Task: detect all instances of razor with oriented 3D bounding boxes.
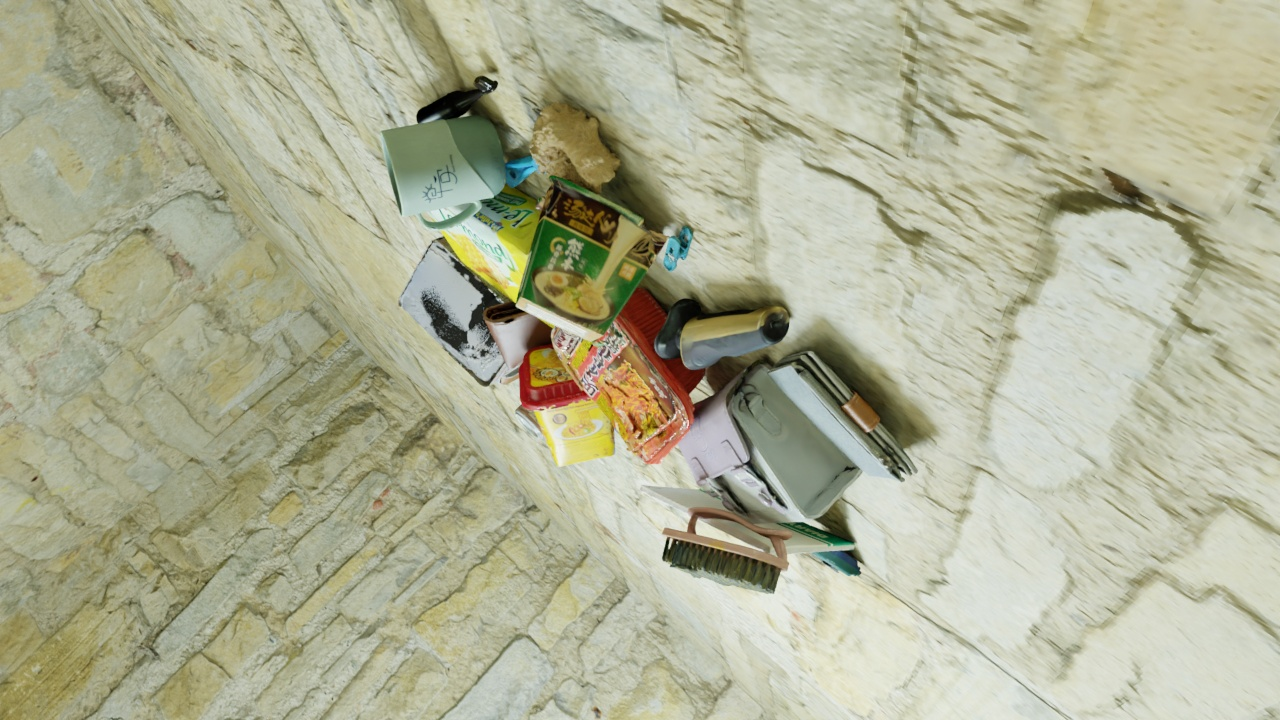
[{"bbox_3d":[0.072,-0.028,0.808,0.168,0.062,0.067,-8,95,63],"label":"razor"}]

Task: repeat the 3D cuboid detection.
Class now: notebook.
[{"bbox_3d":[0.120,0.182,1.059,0.150,0.012,0.209,8,-174,-42],"label":"notebook"}]

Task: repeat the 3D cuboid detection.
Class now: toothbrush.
[{"bbox_3d":[-0.181,-0.253,0.900,0.027,0.026,0.213,29,171,-27],"label":"toothbrush"}]

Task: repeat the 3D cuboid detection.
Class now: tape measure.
[{"bbox_3d":[0.224,0.230,1.067,0.058,0.025,0.054,27,173,43],"label":"tape measure"}]

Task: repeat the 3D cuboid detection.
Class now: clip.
[{"bbox_3d":[0.031,-0.095,0.782,0.014,0.045,0.057,44,161,12],"label":"clip"}]

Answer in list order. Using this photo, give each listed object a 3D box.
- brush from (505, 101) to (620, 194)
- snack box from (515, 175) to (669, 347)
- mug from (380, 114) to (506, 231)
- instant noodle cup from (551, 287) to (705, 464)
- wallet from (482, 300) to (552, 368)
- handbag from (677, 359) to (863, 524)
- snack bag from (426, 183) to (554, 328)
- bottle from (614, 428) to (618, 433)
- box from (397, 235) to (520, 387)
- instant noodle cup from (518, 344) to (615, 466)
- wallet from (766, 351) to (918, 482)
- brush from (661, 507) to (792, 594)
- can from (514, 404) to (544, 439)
[{"bbox_3d":[-0.089,-0.183,0.842,0.083,0.045,0.255,47,167,-20],"label":"brush"},{"bbox_3d":[-0.054,-0.081,0.801,0.117,0.105,0.118,26,172,-8],"label":"snack box"},{"bbox_3d":[-0.191,-0.182,0.907,0.082,0.106,0.112,-123,24,-46],"label":"mug"},{"bbox_3d":[-0.006,0.005,0.952,0.189,0.079,0.165,53,153,9],"label":"instant noodle cup"},{"bbox_3d":[-0.119,-0.038,1.117,0.101,0.124,0.032,69,-172,-54],"label":"wallet"},{"bbox_3d":[0.113,0.090,0.911,0.145,0.098,0.197,50,163,2],"label":"handbag"},{"bbox_3d":[-0.152,-0.136,1.032,0.246,0.068,0.158,34,161,31],"label":"snack bag"},{"bbox_3d":[-0.003,0.064,1.161,0.065,0.065,0.219,43,164,6],"label":"bottle"},{"bbox_3d":[-0.197,-0.081,1.259,0.181,0.197,0.158,43,122,9],"label":"box"},{"bbox_3d":[-0.080,0.053,1.108,0.116,0.116,0.124,-104,4,-58],"label":"instant noodle cup"},{"bbox_3d":[0.169,0.044,0.763,0.129,0.037,0.106,46,174,0],"label":"wallet"},{"bbox_3d":[0.091,0.191,0.934,0.063,0.073,0.146,33,159,-36],"label":"brush"},{"bbox_3d":[-0.123,0.056,1.333,0.058,0.116,0.059,41,163,15],"label":"can"}]
